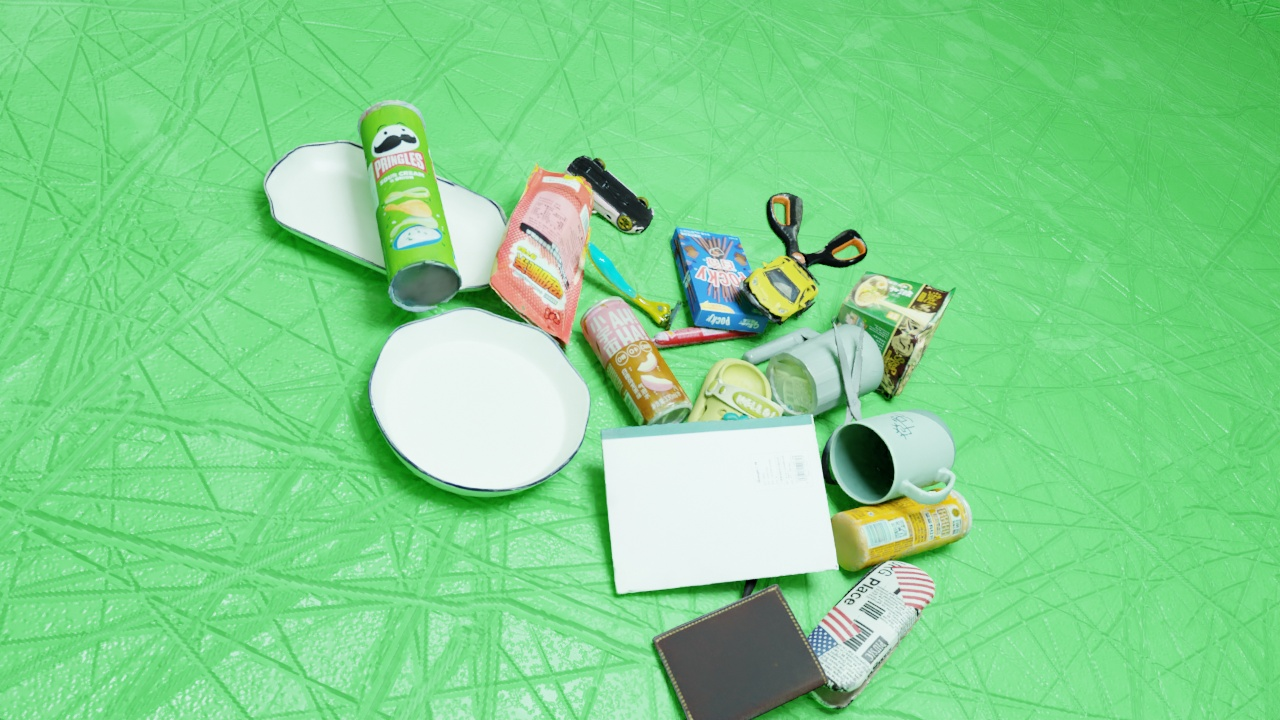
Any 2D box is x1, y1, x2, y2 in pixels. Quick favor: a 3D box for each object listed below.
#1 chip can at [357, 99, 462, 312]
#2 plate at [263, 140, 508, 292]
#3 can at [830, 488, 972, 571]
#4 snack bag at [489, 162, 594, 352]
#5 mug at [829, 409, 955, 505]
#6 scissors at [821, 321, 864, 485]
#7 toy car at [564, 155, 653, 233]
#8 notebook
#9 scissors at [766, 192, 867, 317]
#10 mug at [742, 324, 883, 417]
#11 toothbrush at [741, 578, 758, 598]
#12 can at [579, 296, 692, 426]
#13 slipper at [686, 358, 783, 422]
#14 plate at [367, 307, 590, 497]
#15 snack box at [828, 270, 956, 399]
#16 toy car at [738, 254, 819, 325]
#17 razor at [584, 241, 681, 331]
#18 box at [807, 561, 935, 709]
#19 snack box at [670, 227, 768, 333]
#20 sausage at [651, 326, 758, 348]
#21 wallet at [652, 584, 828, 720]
[{"bbox_3d":[-0.236,-0.160,0.928,0.072,0.072,0.235,-3,54,-24],"label":"chip can"},{"bbox_3d":[-0.265,-0.147,0.979,0.265,0.034,0.161,22,47,-4],"label":"plate"},{"bbox_3d":[0.259,0.167,0.917,0.145,0.058,0.058,-8,56,-27],"label":"can"},{"bbox_3d":[-0.100,-0.118,0.989,0.128,0.073,0.207,50,34,-34],"label":"snack bag"},{"bbox_3d":[0.266,0.101,0.918,0.106,0.082,0.112,-7,36,-35],"label":"mug"},{"bbox_3d":[0.224,0.052,0.966,0.172,0.014,0.159,47,65,-23],"label":"scissors"},{"bbox_3d":[-0.040,-0.199,1.115,0.122,0.037,0.056,40,50,-5],"label":"toy car"},{"bbox_3d":[0.072,0.129,0.845,0.209,0.012,0.150,-3,74,-11],"label":"notebook"},{"bbox_3d":[0.213,-0.139,1.177,0.223,0.022,0.220,2,52,-22],"label":"scissors"},{"bbox_3d":[0.188,0.006,1.018,0.103,0.084,0.124,-21,36,-33],"label":"mug"},{"bbox_3d":[0.120,0.170,0.881,0.027,0.026,0.212,8,43,24],"label":"toothbrush"},{"bbox_3d":[-0.006,0.006,0.943,0.057,0.058,0.147,-15,60,-32],"label":"can"},{"bbox_3d":[0.097,0.057,0.927,0.091,0.082,0.190,23,44,-6],"label":"slipper"},{"bbox_3d":[-0.151,0.042,0.862,0.204,0.046,0.204,11,50,-14],"label":"plate"},{"bbox_3d":[0.285,-0.040,1.071,0.105,0.118,0.117,29,47,16],"label":"snack box"},{"bbox_3d":[0.163,-0.083,1.052,0.071,0.041,0.155,48,29,7],"label":"toy car"},{"bbox_3d":[-0.012,-0.085,1.019,0.132,0.028,0.043,39,48,-13],"label":"razor"},{"bbox_3d":[0.204,0.234,0.824,0.163,0.079,0.074,-33,66,-32],"label":"box"},{"bbox_3d":[0.091,-0.096,1.074,0.084,0.026,0.157,6,42,-18],"label":"snack box"},{"bbox_3d":[0.074,-0.030,1.031,0.155,0.020,0.020,-8,56,-28],"label":"sausage"},{"bbox_3d":[0.083,0.253,0.775,0.122,0.020,0.096,-21,56,-10],"label":"wallet"}]
